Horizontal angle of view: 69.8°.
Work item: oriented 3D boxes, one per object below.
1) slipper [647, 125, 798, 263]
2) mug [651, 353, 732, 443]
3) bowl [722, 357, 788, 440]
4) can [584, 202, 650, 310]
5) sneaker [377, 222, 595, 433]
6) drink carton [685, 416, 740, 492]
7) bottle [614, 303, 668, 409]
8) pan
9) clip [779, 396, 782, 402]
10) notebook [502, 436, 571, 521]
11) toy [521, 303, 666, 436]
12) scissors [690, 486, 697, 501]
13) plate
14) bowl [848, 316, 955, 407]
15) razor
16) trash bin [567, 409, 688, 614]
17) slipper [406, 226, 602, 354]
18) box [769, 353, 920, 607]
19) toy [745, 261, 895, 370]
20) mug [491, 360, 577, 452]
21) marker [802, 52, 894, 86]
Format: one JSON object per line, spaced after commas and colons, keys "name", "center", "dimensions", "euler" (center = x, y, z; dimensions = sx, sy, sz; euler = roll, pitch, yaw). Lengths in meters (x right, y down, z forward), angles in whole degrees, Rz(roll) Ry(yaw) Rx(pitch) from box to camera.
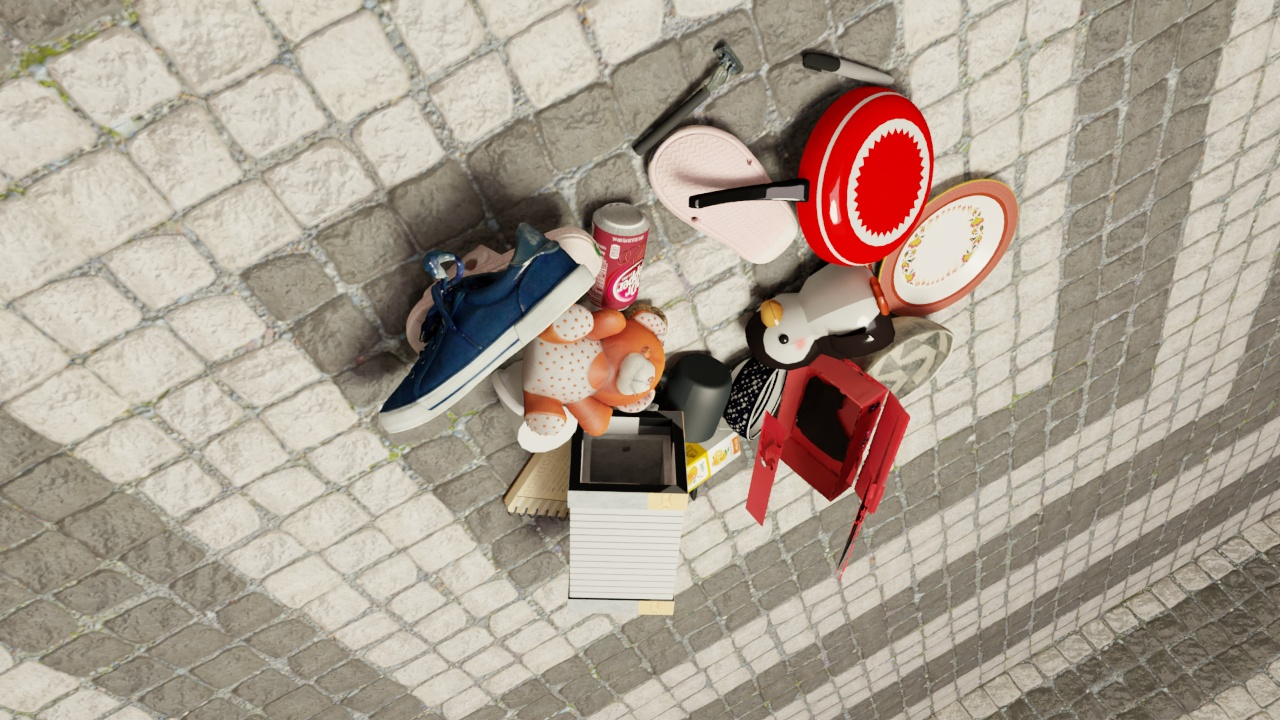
{"name": "slipper", "center": [0.100, -0.188, 1.046], "dimensions": [0.221, 0.055, 0.107], "euler": [33, 107, -36]}
{"name": "mug", "center": [0.056, 0.044, 1.233], "dimensions": [0.121, 0.085, 0.095], "euler": [14, 126, -5]}
{"name": "bowl", "center": [0.150, 0.044, 1.280], "dimensions": [0.119, 0.066, 0.120], "euler": [-49, 154, -34]}
{"name": "can", "center": [-0.028, -0.116, 1.033], "dimensions": [0.063, 0.063, 0.114], "euler": [-10, 134, -23]}
{"name": "sneaker", "center": [-0.189, -0.036, 0.930], "dimensions": [0.295, 0.120, 0.127], "euler": [-38, 99, 25]}
{"name": "drink carton", "center": [0.091, 0.138, 1.343], "dimensions": [0.122, 0.040, 0.059], "euler": [-33, 138, -20]}
{"name": "bottle", "center": [-0.007, 0.007, 1.166], "dimensions": [0.059, 0.059, 0.166], "euler": [-10, 136, -23]}
{"name": "pan", "center": [0.209, -0.197, 1.039], "dimensions": [0.355, 0.067, 0.209], "euler": [-16, 117, -34]}
{"name": "clip", "center": [0.264, -0.009, 1.337], "dimensions": [0.158, 0.030, 0.174], "euler": [-18, 138, -17]}
{"name": "notebook", "center": [-0.068, 0.169, 1.312], "dimensions": [0.225, 0.024, 0.168], "euler": [14, 120, -39]}
{"name": "toy", "center": [-0.046, 0.008, 1.043], "dimensions": [0.172, 0.093, 0.164], "euler": [-1, 114, -31]}
{"name": "scissors", "center": [0.064, 0.178, 1.403], "dimensions": [0.122, 0.019, 0.149], "euler": [23, 113, -42]}
{"name": "plate", "center": [0.430, -0.159, 1.295], "dimensions": [0.229, 0.021, 0.230], "euler": [-16, 136, -17]}
{"name": "bowl", "center": [0.366, -0.008, 1.353], "dimensions": [0.178, 0.081, 0.179], "euler": [-23, 149, -15]}
{"name": "razor", "center": [0.048, -0.267, 0.965], "dimensions": [0.144, 0.022, 0.042], "euler": [-43, 136, 12]}
{"name": "trash bin", "center": [-0.022, 0.203, 1.213], "dimensions": [0.142, 0.142, 0.247], "euler": [2, 130, -2]}
{"name": "slipper", "center": [-0.154, -0.082, 0.992], "dimensions": [0.240, 0.064, 0.094], "euler": [-27, 136, 15]}
{"name": "box", "center": [0.294, 0.144, 1.246], "dimensions": [0.121, 0.318, 0.211], "euler": [-9, 136, -14]}
{"name": "toy", "center": [0.232, -0.045, 1.206], "dimensions": [0.184, 0.158, 0.140], "euler": [-22, 134, 14]}
{"name": "mug", "center": [-0.136, 0.048, 1.105], "dimensions": [0.073, 0.089, 0.105], "euler": [-44, 137, 13]}
{"name": "marker", "center": [0.233, -0.324, 1.027], "dimensions": [0.138, 0.016, 0.022], "euler": [3, 159, -34]}
